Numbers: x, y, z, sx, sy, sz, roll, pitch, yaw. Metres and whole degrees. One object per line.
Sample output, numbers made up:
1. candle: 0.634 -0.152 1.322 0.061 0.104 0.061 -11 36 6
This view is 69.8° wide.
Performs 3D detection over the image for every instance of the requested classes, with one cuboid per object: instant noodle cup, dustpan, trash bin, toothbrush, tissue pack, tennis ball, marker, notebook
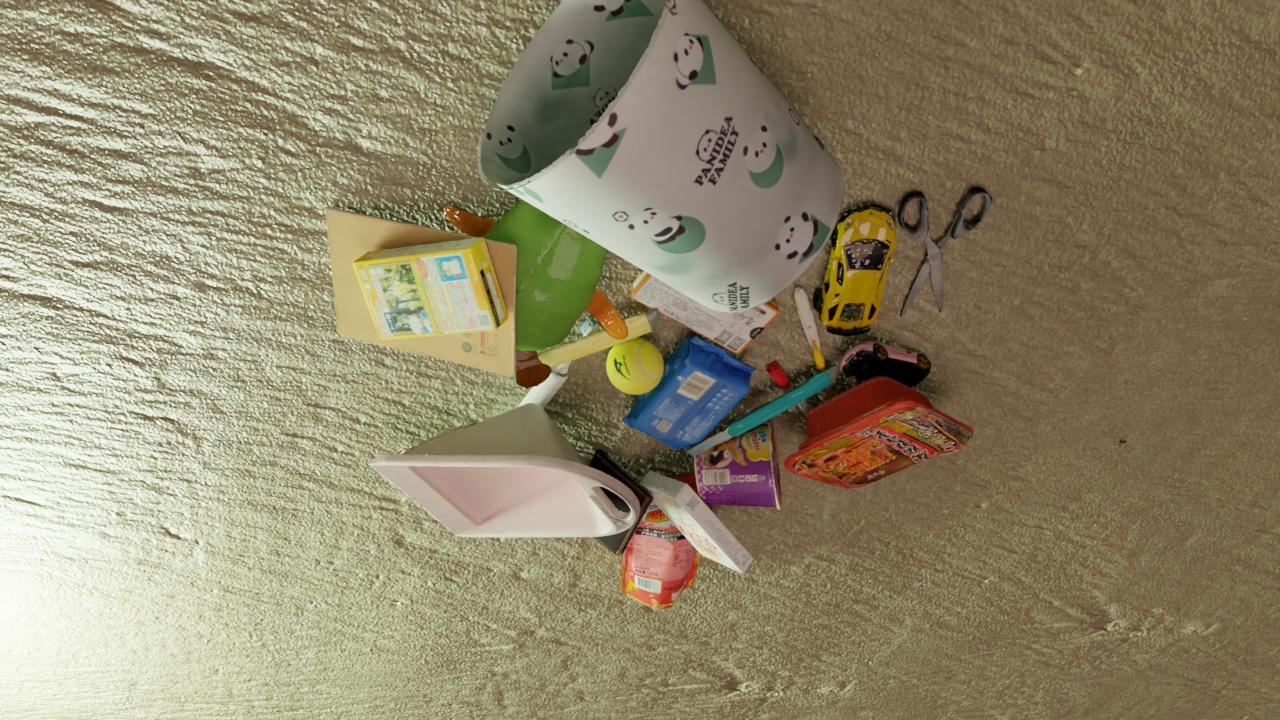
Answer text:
1. instant noodle cup: 0.120 0.133 1.137 0.099 0.111 0.112 -7 131 12
2. dustpan: -0.148 0.166 1.082 0.273 0.138 0.222 -28 142 6
3. instant noodle cup: 0.278 0.086 1.098 0.189 0.079 0.164 -33 142 33
4. trash bin: 0.029 -0.180 0.794 0.251 0.229 0.230 32 121 -34
5. toothbrush: -0.110 0.031 1.075 0.026 0.026 0.222 -6 143 -50
6. tissue pack: 0.055 0.040 1.082 0.095 0.052 0.157 26 124 -22
7. toothbrush: 0.206 -0.013 1.076 0.016 0.018 0.191 -20 127 7
8. tennis ball: -0.006 0.006 1.038 0.065 0.065 0.066 -2 130 -3
9. marker: 0.196 0.052 1.127 0.017 0.017 0.145 -29 126 18
10. notebook: -0.221 -0.069 0.929 0.208 0.008 0.148 13 121 14

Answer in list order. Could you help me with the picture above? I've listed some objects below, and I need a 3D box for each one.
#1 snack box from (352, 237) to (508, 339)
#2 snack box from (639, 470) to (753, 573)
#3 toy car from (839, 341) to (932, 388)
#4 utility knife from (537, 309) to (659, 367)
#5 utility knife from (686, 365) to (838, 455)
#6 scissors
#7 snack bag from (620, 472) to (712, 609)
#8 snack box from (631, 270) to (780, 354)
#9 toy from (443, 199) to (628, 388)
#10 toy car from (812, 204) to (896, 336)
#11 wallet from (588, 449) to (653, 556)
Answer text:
1. snack box: -0.206 -0.069 0.899 0.141 0.033 0.087 -5 116 21
2. snack box: 0.070 0.204 1.161 0.026 0.085 0.157 -49 118 -19
3. toy car: 0.289 0.005 1.084 0.122 0.037 0.056 12 136 -30
4. utility knife: -0.054 -0.019 1.015 0.165 0.018 0.031 -22 129 6
5. utility knife: 0.146 0.062 1.092 0.205 0.013 0.029 -30 132 4
6. scissors: 0.320 -0.119 0.996 0.159 0.014 0.175 31 122 -28
7. snack bag: 0.031 0.240 1.245 0.128 0.073 0.208 -3 122 -11
8. snack box: 0.072 -0.068 1.009 0.153 0.026 0.075 27 123 -24
9. toy: -0.111 -0.083 0.939 0.227 0.089 0.247 32 121 -10
10. toy car: 0.233 -0.095 0.991 0.071 0.041 0.156 0 129 -6
11. wallet: -0.041 0.186 1.184 0.096 0.020 0.123 38 129 16
